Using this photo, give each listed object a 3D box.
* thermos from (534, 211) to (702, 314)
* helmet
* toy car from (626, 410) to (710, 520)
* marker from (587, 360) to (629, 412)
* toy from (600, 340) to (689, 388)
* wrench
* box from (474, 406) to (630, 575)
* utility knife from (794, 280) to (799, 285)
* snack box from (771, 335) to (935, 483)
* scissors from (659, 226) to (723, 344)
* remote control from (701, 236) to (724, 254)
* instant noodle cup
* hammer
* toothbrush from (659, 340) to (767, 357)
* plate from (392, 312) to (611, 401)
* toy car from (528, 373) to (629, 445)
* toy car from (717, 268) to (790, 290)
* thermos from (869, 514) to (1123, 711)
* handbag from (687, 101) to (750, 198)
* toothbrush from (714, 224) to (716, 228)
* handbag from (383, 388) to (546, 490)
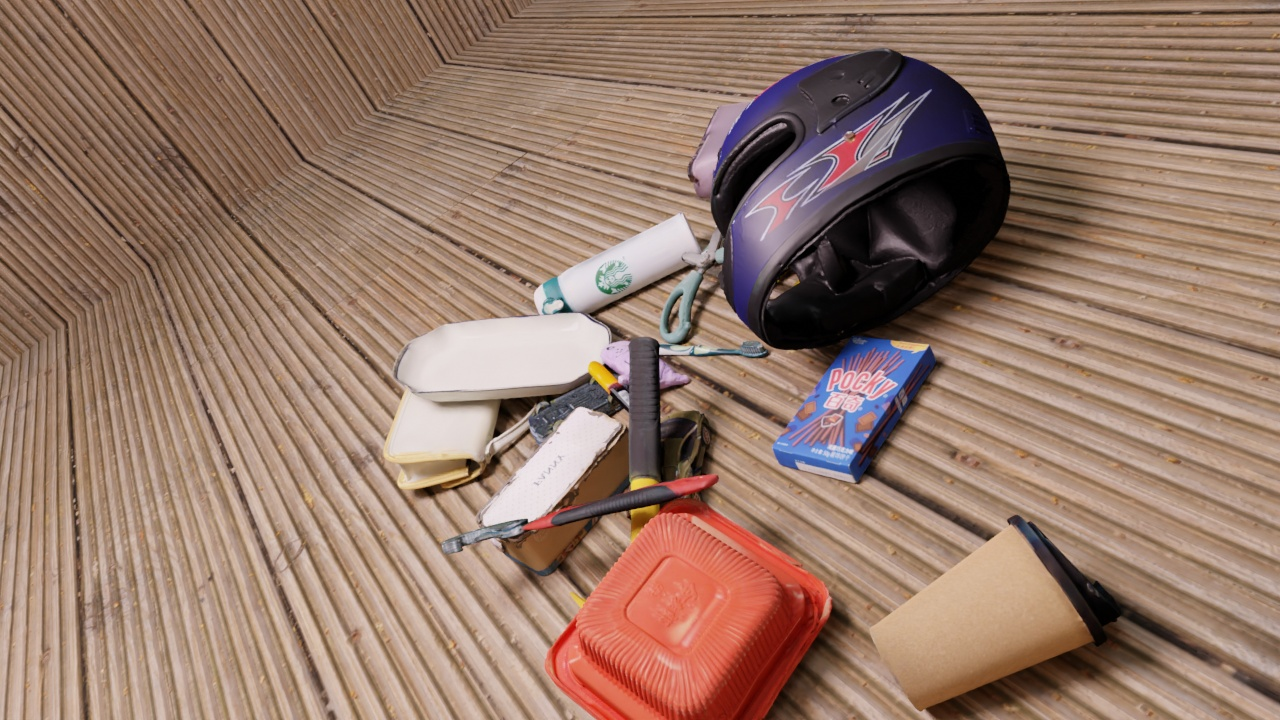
[{"bbox_3d":[-0.031,-0.113,1.194,0.224,0.073,0.073,-25,33,9],"label":"thermos"},{"bbox_3d":[0.190,-0.172,0.924,0.315,0.248,0.240,-27,50,-10],"label":"helmet"},{"bbox_3d":[0.027,0.100,0.891,0.070,0.042,0.157,-15,33,22],"label":"toy car"},{"bbox_3d":[-0.019,0.041,0.996,0.018,0.015,0.124,-22,48,-30],"label":"marker"},{"bbox_3d":[-0.006,0.006,1.030,0.083,0.039,0.108,0,22,-28],"label":"toy"},{"bbox_3d":[-0.057,0.133,0.794,0.274,0.016,0.056,-17,-1,24],"label":"wrench"},{"bbox_3d":[-0.074,0.123,0.923,0.184,0.061,0.090,-44,37,-23],"label":"box"},{"bbox_3d":[0.239,-0.134,1.055,0.202,0.015,0.033,-44,38,-20],"label":"utility knife"},{"bbox_3d":[0.198,0.040,0.845,0.085,0.026,0.156,10,51,46],"label":"snack box"},{"bbox_3d":[0.092,-0.096,1.070,0.179,0.019,0.170,-8,52,48],"label":"scissors"},{"bbox_3d":[0.132,-0.168,1.128,0.135,0.019,0.056,-32,12,45],"label":"remote control"},{"bbox_3d":[0.034,0.193,0.681,0.164,0.079,0.188,27,64,29],"label":"instant noodle cup"},{"bbox_3d":[0.003,0.109,0.829,0.129,0.033,0.300,-14,54,21],"label":"hammer"},{"bbox_3d":[0.060,-0.014,1.035,0.192,0.018,0.016,2,45,40],"label":"toothbrush"},{"bbox_3d":[-0.165,0.001,1.114,0.266,0.034,0.161,-5,33,5],"label":"plate"},{"bbox_3d":[-0.067,0.056,1.028,0.120,0.037,0.054,-30,36,-17],"label":"toy car"},{"bbox_3d":[0.159,-0.127,1.084,0.156,0.041,0.071,-38,32,0],"label":"toy car"},{"bbox_3d":[0.229,0.169,0.602,0.143,0.093,0.093,-35,32,10],"label":"thermos"},{"bbox_3d":[0.177,-0.279,1.222,0.197,0.098,0.144,2,43,39],"label":"handbag"},{"bbox_3d":[0.178,-0.181,1.168,0.188,0.016,0.017,-5,50,33],"label":"toothbrush"},{"bbox_3d":[-0.200,0.079,1.094,0.179,0.063,0.163,-7,37,8],"label":"handbag"}]
